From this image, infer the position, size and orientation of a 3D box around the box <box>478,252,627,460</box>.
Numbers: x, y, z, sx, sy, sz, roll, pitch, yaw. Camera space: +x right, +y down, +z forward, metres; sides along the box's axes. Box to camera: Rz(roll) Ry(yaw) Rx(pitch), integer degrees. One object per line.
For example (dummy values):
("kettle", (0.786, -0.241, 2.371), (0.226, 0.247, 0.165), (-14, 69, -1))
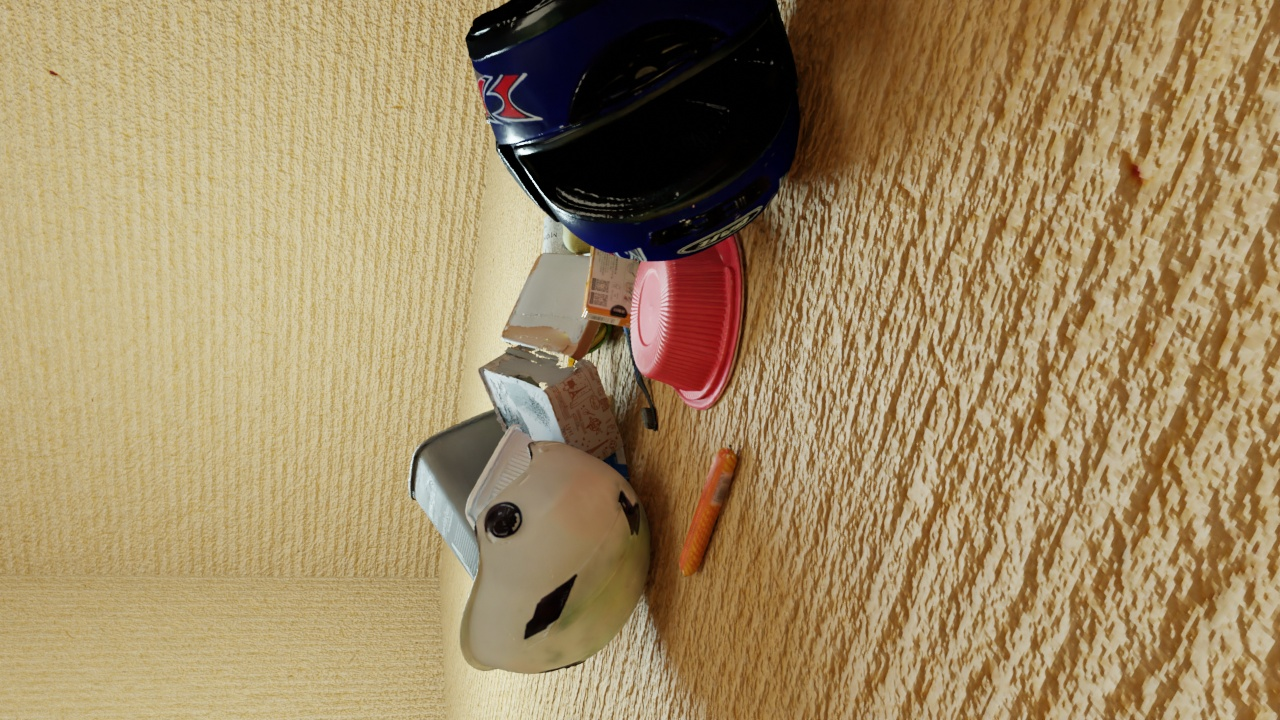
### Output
("box", (-0.109, -0.001, 1.146), (0.179, 0.130, 0.272), (14, 103, 51))

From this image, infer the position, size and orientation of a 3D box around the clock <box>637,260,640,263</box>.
("clock", (0.015, -0.187, 1.004), (0.161, 0.056, 0.116), (-96, 24, -48))

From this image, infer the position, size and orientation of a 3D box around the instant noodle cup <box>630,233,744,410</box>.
("instant noodle cup", (0.037, -0.048, 0.896), (0.194, 0.065, 0.194), (-178, 91, -74))

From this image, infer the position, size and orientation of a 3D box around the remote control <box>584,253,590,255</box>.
("remote control", (-0.059, -0.187, 1.339), (0.135, 0.019, 0.056), (115, 153, -51))

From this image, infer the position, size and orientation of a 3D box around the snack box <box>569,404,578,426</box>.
("snack box", (-0.107, 0.107, 1.366), (0.208, 0.057, 0.058), (129, 139, -63))

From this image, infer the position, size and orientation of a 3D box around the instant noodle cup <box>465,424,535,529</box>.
("instant noodle cup", (-0.133, 0.176, 1.103), (0.174, 0.060, 0.137), (77, -149, -47))

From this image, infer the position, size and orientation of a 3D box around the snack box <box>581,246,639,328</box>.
("snack box", (-0.020, -0.112, 1.052), (0.026, 0.075, 0.153), (122, 157, -60))

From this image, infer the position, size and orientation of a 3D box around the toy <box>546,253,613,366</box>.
("toy", (-0.089, -0.068, 1.289), (0.247, 0.090, 0.226), (156, 119, -67))

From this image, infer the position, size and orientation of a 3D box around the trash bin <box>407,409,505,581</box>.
("trash bin", (-0.200, 0.212, 1.333), (0.219, 0.198, 0.200), (55, 150, 22))

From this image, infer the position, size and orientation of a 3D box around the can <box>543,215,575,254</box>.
("can", (-0.133, -0.167, 1.524), (0.058, 0.058, 0.146), (146, 126, -70))

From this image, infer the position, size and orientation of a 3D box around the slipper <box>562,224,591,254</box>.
("slipper", (-0.046, -0.218, 1.116), (0.081, 0.091, 0.191), (61, 144, 36))

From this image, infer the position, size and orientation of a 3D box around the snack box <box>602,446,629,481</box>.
("snack box", (-0.049, 0.177, 1.204), (0.084, 0.026, 0.157), (-104, 24, -49))

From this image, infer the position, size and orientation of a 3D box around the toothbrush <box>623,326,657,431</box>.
("toothbrush", (-0.006, 0.006, 1.093), (0.014, 0.016, 0.189), (111, 151, -47))

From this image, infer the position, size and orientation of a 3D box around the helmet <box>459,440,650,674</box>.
("helmet", (-0.072, 0.226, 0.994), (0.229, 0.146, 0.257), (77, -149, -44))

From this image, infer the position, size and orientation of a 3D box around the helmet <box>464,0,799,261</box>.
("helmet", (0.008, -0.195, 0.710), (0.240, 0.247, 0.315), (58, -175, -24))

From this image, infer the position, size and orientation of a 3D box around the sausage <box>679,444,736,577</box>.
("sausage", (0.061, 0.141, 0.843), (0.021, 0.021, 0.165), (-108, 27, -52))
